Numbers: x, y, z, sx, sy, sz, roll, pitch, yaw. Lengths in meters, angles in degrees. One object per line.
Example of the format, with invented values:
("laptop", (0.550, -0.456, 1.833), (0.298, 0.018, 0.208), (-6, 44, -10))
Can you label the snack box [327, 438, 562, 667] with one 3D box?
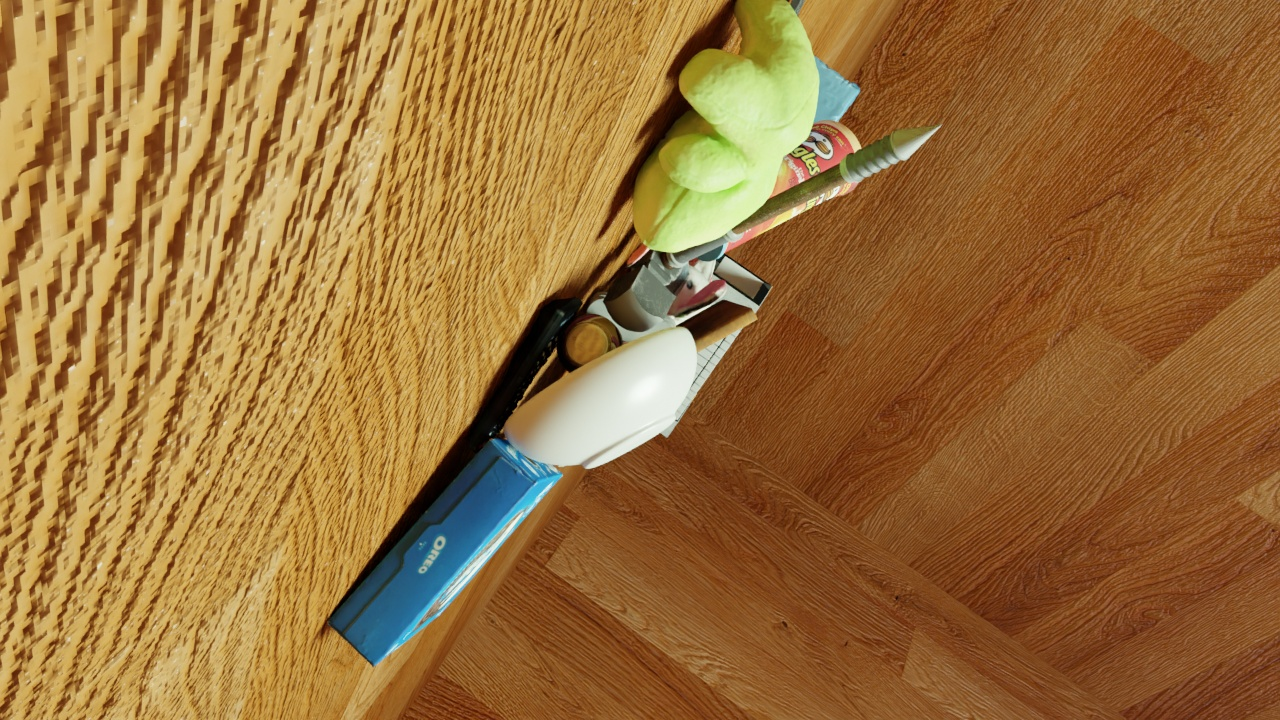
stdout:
("snack box", (-0.163, 0.161, 0.834), (0.195, 0.056, 0.239), (-48, 176, -4))

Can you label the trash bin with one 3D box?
("trash bin", (0.062, -0.039, 1.388), (0.247, 0.142, 0.142), (-56, 176, 22))

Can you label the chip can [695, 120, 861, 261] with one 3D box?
("chip can", (0.138, -0.184, 0.984), (0.212, 0.087, 0.087), (-30, 164, -28))

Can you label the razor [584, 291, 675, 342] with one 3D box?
("razor", (-0.003, -0.071, 0.922), (0.047, 0.088, 0.116), (121, -14, -47))

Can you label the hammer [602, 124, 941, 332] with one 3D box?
("hammer", (0.102, -0.122, 0.751), (0.323, 0.043, 0.155), (-21, -146, 47))

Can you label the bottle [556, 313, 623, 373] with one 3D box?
("bottle", (-0.044, -0.012, 0.796), (0.059, 0.059, 0.166), (-55, -179, -1))

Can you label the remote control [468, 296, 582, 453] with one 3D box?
("remote control", (-0.096, 0.010, 0.734), (0.151, 0.022, 0.047), (-55, 177, 27))

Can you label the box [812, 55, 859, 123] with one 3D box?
("box", (0.157, -0.253, 1.126), (0.231, 0.094, 0.112), (-55, -179, -9))

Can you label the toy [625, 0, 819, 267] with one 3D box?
("toy", (0.063, -0.157, 0.678), (0.149, 0.107, 0.197), (-56, 170, -30))

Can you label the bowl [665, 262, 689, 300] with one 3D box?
("bowl", (0.021, -0.093, 1.049), (0.110, 0.055, 0.110), (-54, 177, -5))

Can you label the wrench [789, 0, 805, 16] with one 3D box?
("wrench", (0.152, -0.341, 0.801), (0.072, 0.018, 0.274), (-51, 173, -48))

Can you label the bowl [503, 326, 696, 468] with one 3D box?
("bowl", (-0.023, 0.043, 0.767), (0.176, 0.066, 0.177), (-29, 172, -5))

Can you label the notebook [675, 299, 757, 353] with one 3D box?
("notebook", (-0.004, 0.005, 0.980), (0.249, 0.014, 0.178), (-29, -172, -1))

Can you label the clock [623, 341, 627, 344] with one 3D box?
("clock", (-0.018, -0.001, 1.260), (0.157, 0.072, 0.120), (-56, 177, -1))

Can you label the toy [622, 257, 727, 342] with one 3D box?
("toy", (0.050, -0.091, 1.152), (0.159, 0.084, 0.193), (-19, -155, 26))
